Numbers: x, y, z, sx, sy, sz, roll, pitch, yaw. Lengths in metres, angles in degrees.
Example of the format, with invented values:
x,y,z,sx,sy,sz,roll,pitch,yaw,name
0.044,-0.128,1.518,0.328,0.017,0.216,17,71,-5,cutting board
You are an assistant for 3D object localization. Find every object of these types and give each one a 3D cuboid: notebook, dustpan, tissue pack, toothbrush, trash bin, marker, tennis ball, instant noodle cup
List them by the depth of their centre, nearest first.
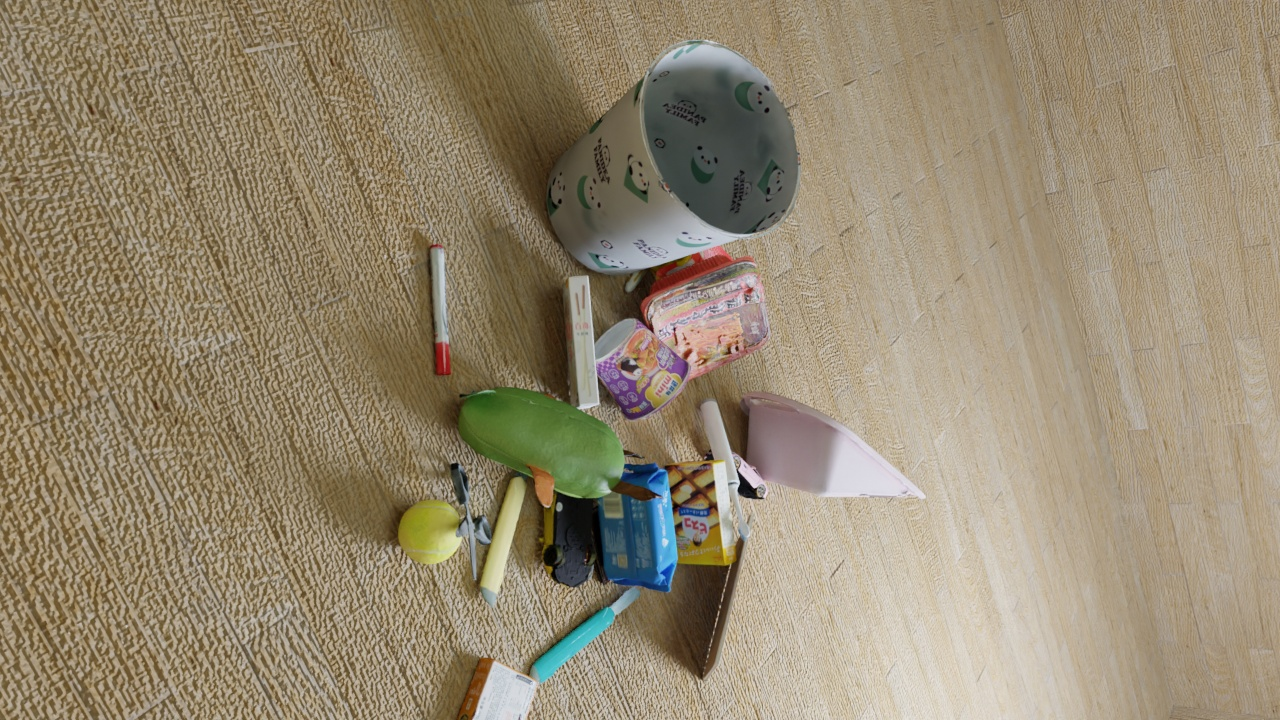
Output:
x,y,z,sx,sy,sz,roll,pitch,yaw,name
-0.216,0.177,0.946,0.065,0.066,0.065,10,77,-47,tennis ball
-0.222,-0.056,1.014,0.017,0.017,0.145,1,83,-48,marker
0.024,-0.221,1.111,0.229,0.253,0.229,9,74,-33,trash bin
-0.004,0.203,1.128,0.052,0.095,0.157,-6,90,-52,tissue pack
-0.007,0.007,1.180,0.099,0.112,0.111,48,51,-22,instant noodle cup
0.087,-0.065,1.251,0.189,0.164,0.079,70,-3,-48,instant noodle cup
0.121,0.328,1.266,0.148,0.008,0.207,96,11,-63,notebook
0.119,0.149,1.279,0.026,0.026,0.220,-3,53,-15,toothbrush
0.025,-0.159,1.301,0.016,0.018,0.190,53,49,-25,toothbrush
0.277,0.123,1.386,0.272,0.223,0.139,5,92,-40,dustpan

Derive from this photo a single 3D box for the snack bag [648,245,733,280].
x,y,z,sx,sy,sz,roll,pitch,yaw,name
0.089,-0.119,1.325,0.207,0.073,0.128,36,68,-52,snack bag

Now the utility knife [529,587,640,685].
x,y,z,sx,sy,sz,roll,pitch,yaw,name
-0.066,0.335,1.125,0.204,0.013,0.029,-28,103,-44,utility knife

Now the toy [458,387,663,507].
x,y,z,sx,sy,sz,roll,pitch,yaw,name
-0.096,0.095,1.033,0.246,0.226,0.090,25,108,-15,toy

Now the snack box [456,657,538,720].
x,y,z,sx,sy,sz,roll,pitch,yaw,name
-0.167,0.409,0.993,0.075,0.026,0.153,41,55,-35,snack box

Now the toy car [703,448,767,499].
x,y,z,sx,sy,sz,roll,pitch,yaw,name
0.143,0.165,1.352,0.122,0.056,0.037,47,56,-32,toy car

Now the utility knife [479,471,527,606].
x,y,z,sx,sy,sz,roll,pitch,yaw,name
-0.154,0.197,1.049,0.031,0.018,0.164,40,58,-42,utility knife

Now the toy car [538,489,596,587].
x,y,z,sx,sy,sz,roll,pitch,yaw,name
-0.088,0.193,1.102,0.071,0.041,0.155,11,75,-46,toy car

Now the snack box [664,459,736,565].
x,y,z,sx,sy,sz,roll,pitch,yaw,name
0.081,0.208,1.254,0.033,0.087,0.140,-8,90,-48,snack box

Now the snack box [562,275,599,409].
x,y,z,sx,sy,sz,roll,pitch,yaw,name
-0.074,-0.020,1.123,0.027,0.085,0.156,-5,86,-11,snack box

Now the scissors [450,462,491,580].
x,y,z,sx,sy,sz,roll,pitch,yaw,name
-0.179,0.168,0.952,0.159,0.014,0.174,72,-4,-57,scissors

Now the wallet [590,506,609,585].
x,y,z,sx,sy,sz,roll,pitch,yaw,name
-0.022,0.220,1.190,0.122,0.020,0.096,-25,103,-44,wallet
